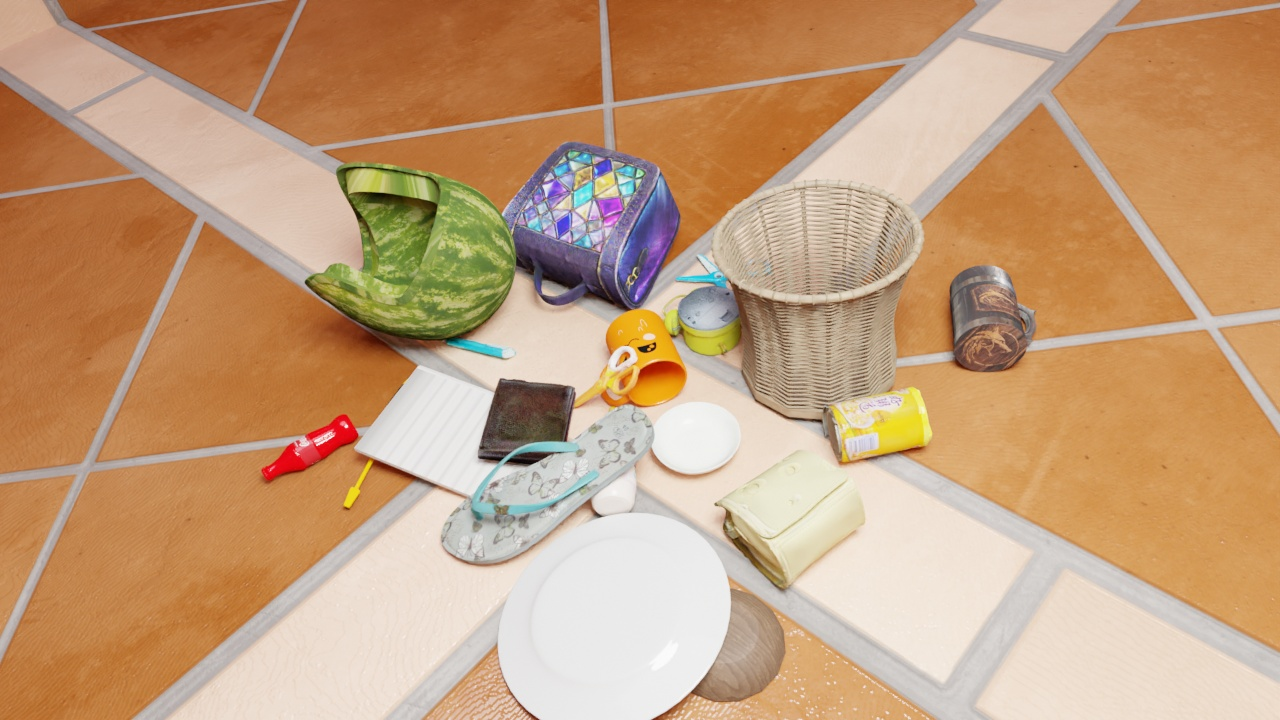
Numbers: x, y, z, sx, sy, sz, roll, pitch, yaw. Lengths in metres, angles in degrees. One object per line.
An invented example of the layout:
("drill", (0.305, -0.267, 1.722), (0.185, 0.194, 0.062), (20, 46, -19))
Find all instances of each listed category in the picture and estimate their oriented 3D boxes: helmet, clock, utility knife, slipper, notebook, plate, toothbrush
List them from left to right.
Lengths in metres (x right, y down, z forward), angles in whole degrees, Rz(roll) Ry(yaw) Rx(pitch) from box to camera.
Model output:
("toothbrush", (-0.318, 0.098, 1.131), (0.031, 0.031, 0.196), (22, 52, -4))
("helmet", (-0.282, -0.134, 1.201), (0.247, 0.243, 0.212), (5, 70, 12))
("utility knife", (-0.250, -0.026, 1.249), (0.181, 0.015, 0.022), (12, 20, 24))
("notebook", (-0.216, 0.090, 1.110), (0.210, 0.009, 0.142), (19, 53, 15))
("slipper", (-0.106, 0.134, 0.993), (0.269, 0.055, 0.098), (-31, 51, 3))
("plate", (-0.031, 0.248, 0.913), (0.243, 0.016, 0.242), (-12, 42, 11))
("plate", (0.064, 0.095, 1.062), (0.104, 0.026, 0.104), (-5, 46, 5))
("clock", (0.081, -0.057, 1.185), (0.119, 0.057, 0.083), (30, 59, 32))

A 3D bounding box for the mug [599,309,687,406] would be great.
("mug", (-0.007, 0.007, 1.137), (0.113, 0.077, 0.095), (-39, 44, 16))

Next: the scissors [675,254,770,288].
("scissors", (0.114, -0.107, 1.259), (0.134, 0.011, 0.137), (-1, 47, 7))

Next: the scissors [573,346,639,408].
("scissors", (-0.046, 0.027, 1.107), (0.128, 0.013, 0.064), (-32, 50, 40))

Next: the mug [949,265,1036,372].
("mug", (0.430, -0.046, 1.104), (0.115, 0.080, 0.107), (21, 46, -9))

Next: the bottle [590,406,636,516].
("bottle", (-0.031, 0.108, 1.050), (0.051, 0.051, 0.146), (-6, 46, 5))

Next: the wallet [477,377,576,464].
("wallet", (-0.134, 0.074, 1.099), (0.099, 0.031, 0.119), (6, 48, 2))

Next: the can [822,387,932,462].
("can", (0.262, 0.071, 1.018), (0.105, 0.068, 0.067), (-12, 45, 0))

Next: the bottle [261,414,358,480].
("bottle", (-0.408, 0.110, 1.130), (0.118, 0.036, 0.036), (-32, 49, -19))

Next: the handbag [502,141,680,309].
("handbag", (-0.071, -0.173, 1.270), (0.205, 0.125, 0.221), (22, 73, 28))

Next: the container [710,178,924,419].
("container", (0.205, -0.067, 1.063), (0.227, 0.196, 0.226), (-7, 42, 6))

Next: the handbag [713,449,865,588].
("handbag", (0.152, 0.157, 0.949), (0.119, 0.081, 0.111), (-33, 37, -17))

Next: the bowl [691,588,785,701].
("bowl", (0.081, 0.268, 0.889), (0.118, 0.030, 0.117), (-5, 46, 5))
